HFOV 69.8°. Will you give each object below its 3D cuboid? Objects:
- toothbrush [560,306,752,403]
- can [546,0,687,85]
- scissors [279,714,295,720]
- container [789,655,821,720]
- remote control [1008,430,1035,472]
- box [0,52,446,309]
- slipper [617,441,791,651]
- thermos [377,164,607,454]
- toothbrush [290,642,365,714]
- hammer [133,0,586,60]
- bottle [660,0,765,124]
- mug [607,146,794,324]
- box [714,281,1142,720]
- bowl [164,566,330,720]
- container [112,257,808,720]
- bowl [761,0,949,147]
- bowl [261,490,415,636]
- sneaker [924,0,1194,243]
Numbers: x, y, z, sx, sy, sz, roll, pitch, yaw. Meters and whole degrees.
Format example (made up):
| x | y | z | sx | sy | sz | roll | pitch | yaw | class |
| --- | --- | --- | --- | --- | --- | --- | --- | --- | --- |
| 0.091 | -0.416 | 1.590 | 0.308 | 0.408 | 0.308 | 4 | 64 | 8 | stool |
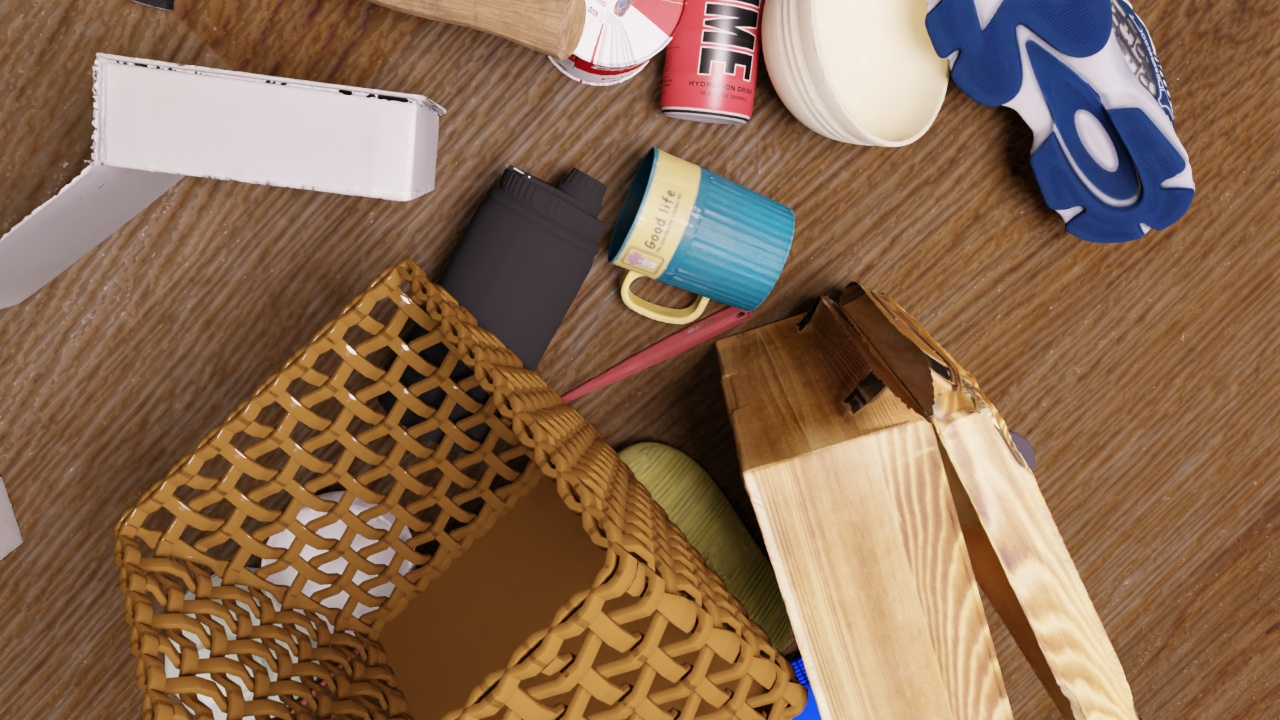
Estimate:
| x | y | z | sx | sy | sz | roll | pitch | yaw | class |
| --- | --- | --- | --- | --- | --- | --- | --- | --- | --- |
| -0.004 | 0.004 | 0.677 | 0.190 | 0.016 | 0.016 | -26 | 103 | 0 | toothbrush |
| -0.021 | -0.223 | 0.576 | 0.086 | 0.116 | 0.087 | -1 | 102 | -6 | can |
| -0.265 | 0.344 | 0.722 | 0.163 | 0.012 | 0.154 | -33 | 110 | 1 | scissors |
| 0.147 | 0.291 | 0.735 | 0.096 | 0.058 | 0.114 | -24 | 104 | -1 | container |
| 0.261 | 0.104 | 0.733 | 0.124 | 0.009 | 0.046 | -38 | 103 | 2 | remote control |
| -0.352 | -0.093 | 0.538 | 0.478 | 0.166 | 0.119 | -16 | 104 | -3 | box |
| 0.034 | 0.147 | 0.689 | 0.190 | 0.091 | 0.082 | 50 | 132 | -4 | slipper |
| -0.093 | -0.043 | 0.622 | 0.086 | 0.086 | 0.199 | 28 | 97 | -12 | thermos |
| -0.203 | 0.210 | 0.701 | 0.184 | 0.015 | 0.015 | -42 | 100 | 4 | toothbrush |
| -0.171 | -0.239 | 0.533 | 0.305 | 0.040 | 0.132 | 22 | 107 | 15 | hammer |
| 0.053 | -0.250 | 0.607 | 0.062 | 0.062 | 0.177 | 5 | 101 | -8 | bottle |
| 0.035 | -0.076 | 0.639 | 0.107 | 0.083 | 0.114 | 19 | 121 | -14 | mug |
| 0.153 | 0.092 | 0.577 | 0.168 | 0.278 | 0.245 | -20 | 103 | 8 | box |
| -0.292 | 0.215 | 0.668 | 0.117 | 0.061 | 0.117 | -1 | 101 | -6 | bowl |
| -0.095 | 0.135 | 0.491 | 0.219 | 0.251 | 0.214 | -43 | 137 | -1 | container |
| 0.132 | -0.211 | 0.605 | 0.150 | 0.075 | 0.151 | -1 | 92 | -40 | bowl |
| -0.214 | 0.144 | 0.665 | 0.105 | 0.054 | 0.105 | -1 | 100 | -7 | bowl |
| 0.289 | -0.218 | 0.621 | 0.269 | 0.103 | 0.132 | 51 | 49 | -16 | sneaker |
